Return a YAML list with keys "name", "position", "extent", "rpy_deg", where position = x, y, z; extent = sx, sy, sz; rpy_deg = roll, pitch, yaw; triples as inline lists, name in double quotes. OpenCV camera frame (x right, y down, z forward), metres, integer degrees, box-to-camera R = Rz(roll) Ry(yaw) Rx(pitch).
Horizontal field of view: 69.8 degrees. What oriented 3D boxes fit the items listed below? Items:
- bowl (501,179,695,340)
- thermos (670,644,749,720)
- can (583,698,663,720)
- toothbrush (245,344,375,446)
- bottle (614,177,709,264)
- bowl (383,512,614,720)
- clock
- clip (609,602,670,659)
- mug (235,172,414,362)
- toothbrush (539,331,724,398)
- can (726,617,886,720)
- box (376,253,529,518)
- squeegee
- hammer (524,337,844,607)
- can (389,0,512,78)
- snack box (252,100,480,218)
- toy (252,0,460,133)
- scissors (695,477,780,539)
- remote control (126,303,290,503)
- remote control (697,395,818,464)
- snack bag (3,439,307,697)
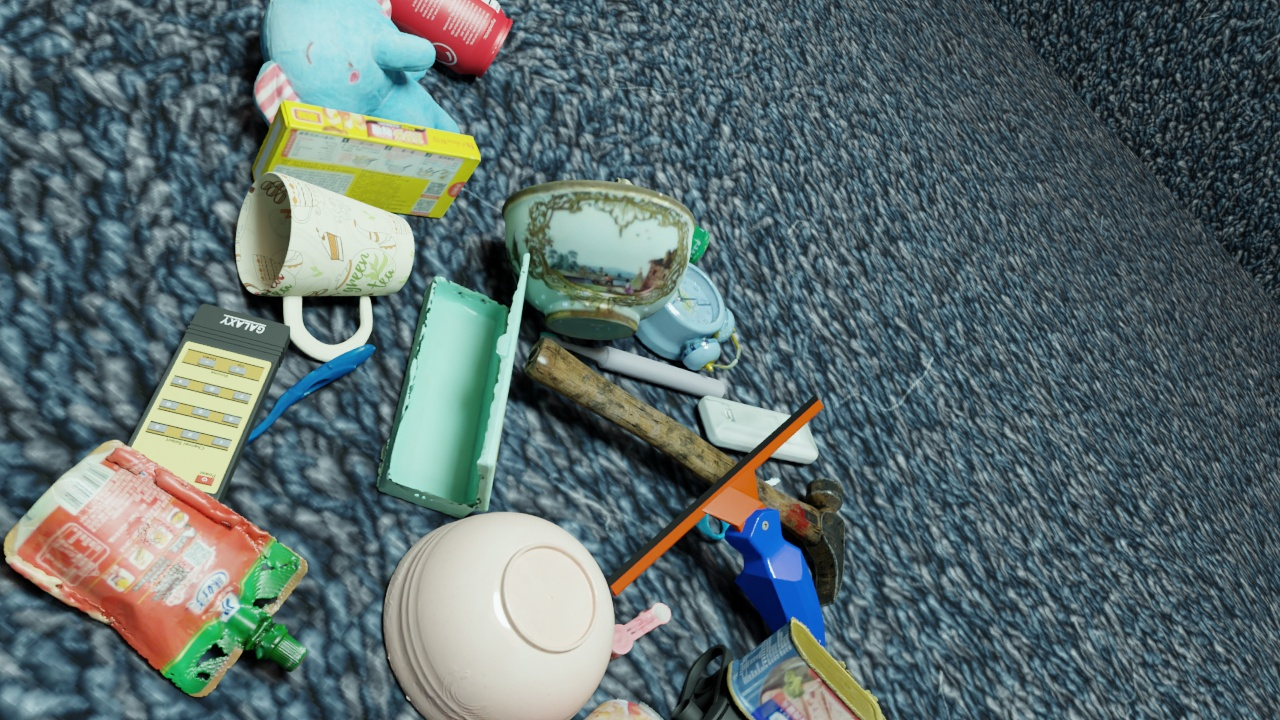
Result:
- name: "bowl"
  position: [-0.036, -0.070, 0.736]
  extent: [0.159, 0.160, 0.093]
  rpy_deg: [13, 75, -35]
- name: "thermos"
  position: [0.110, 0.311, 0.626]
  extent: [0.230, 0.069, 0.101]
  rpy_deg: [48, 28, 1]
- name: "can"
  position: [-0.036, 0.259, 0.532]
  extent: [0.124, 0.067, 0.066]
  rpy_deg: [-28, 80, -49]
- name: "toothbrush"
  position: [-0.220, 0.021, 0.590]
  extent: [0.016, 0.021, 0.132]
  rpy_deg: [44, 44, 0]
- name: "bottle"
  position: [0.015, -0.137, 0.900]
  extent: [0.110, 0.043, 0.042]
  rpy_deg: [31, 44, -19]
- name: "bowl"
  position: [-0.074, 0.157, 0.571]
  extent: [0.153, 0.076, 0.152]
  rpy_deg: [23, 48, -27]
- name: "clock"
  position: [0.042, -0.039, 0.842]
  extent: [0.124, 0.052, 0.088]
  rpy_deg: [44, 39, -6]
- name: "clip"
  position: [-0.001, 0.188, 0.643]
  extent: [0.023, 0.044, 0.060]
  rpy_deg: [58, 28, 15]
- name: "mug"
  position: [-0.212, -0.059, 0.630]
  extent: [0.097, 0.081, 0.122]
  rpy_deg: [5, 77, -47]
- name: "toothbrush"
  position: [-0.005, 0.005, 0.792]
  extent: [0.187, 0.018, 0.019]
  rpy_deg: [17, 39, -32]
- name: "can"
  position: [0.112, 0.228, 0.612]
  extent: [0.100, 0.059, 0.054]
  rpy_deg: [47, 14, -4]
- name: "box"
  position: [-0.114, 0.006, 0.640]
  extent: [0.077, 0.092, 0.188]
  rpy_deg: [27, 45, -25]
- name: "squeegee"
  position: [0.103, 0.168, 0.700]
  extent: [0.248, 0.055, 0.185]
  rpy_deg: [-35, 113, -35]
- name: "hammer"
  position: [0.046, 0.085, 0.741]
  extent: [0.330, 0.033, 0.119]
  rpy_deg: [33, 43, -23]
- name: "can"
  position: [-0.194, -0.323, 0.834]
  extent: [0.142, 0.075, 0.074]
  rpy_deg: [29, 45, -22]
- name: "snack box"
  position: [-0.203, -0.147, 0.691]
  extent: [0.152, 0.075, 0.025]
  rpy_deg: [1, 58, -41]
- name: "toy"
  position: [-0.212, -0.225, 0.728]
  extent: [0.180, 0.115, 0.183]
  rpy_deg: [36, 51, -32]
- name: "scissors"
  position: [0.081, 0.106, 0.793]
  extent: [0.129, 0.014, 0.117]
  rpy_deg: [-9, 65, -44]
- name: "remote control"
  position: [-0.257, 0.025, 0.547]
  extent: [0.058, 0.013, 0.133]
  rpy_deg: [15, 49, -12]
- name: "remote control"
  position: [0.111, 0.063, 0.841]
  extent: [0.133, 0.022, 0.050]
  rpy_deg: [14, 44, -35]
- name: "snack bag"
  position: [-0.241, 0.114, 0.482]
  extent: [0.155, 0.044, 0.087]
  rpy_deg: [40, 61, -11]
